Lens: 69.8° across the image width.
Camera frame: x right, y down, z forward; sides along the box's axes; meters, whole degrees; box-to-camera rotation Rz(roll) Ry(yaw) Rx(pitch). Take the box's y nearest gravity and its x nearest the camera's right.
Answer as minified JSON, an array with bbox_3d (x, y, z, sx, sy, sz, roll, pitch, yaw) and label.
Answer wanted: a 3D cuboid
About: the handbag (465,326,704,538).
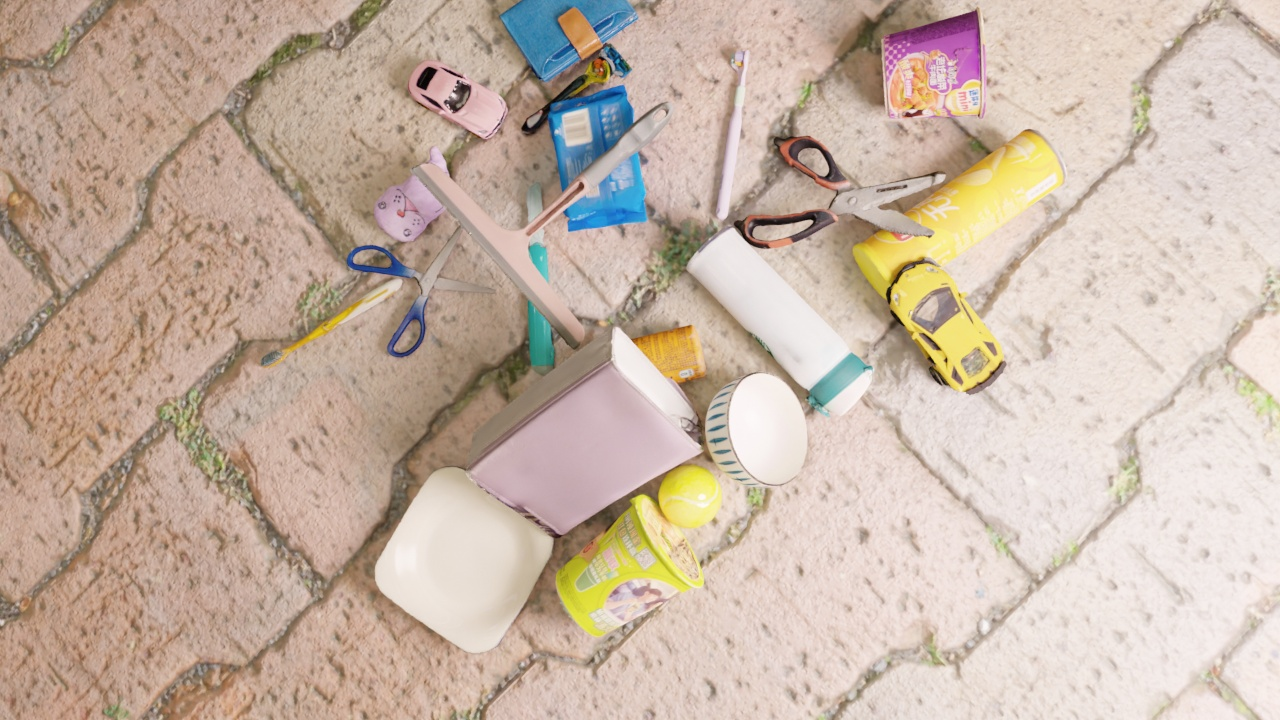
[{"bbox_3d":[-0.055,0.079,0.926,0.197,0.098,0.145,-36,112,19],"label":"handbag"}]

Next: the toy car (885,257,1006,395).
[{"bbox_3d":[0.306,-0.032,0.922,0.071,0.041,0.156,-40,110,5],"label":"toy car"}]

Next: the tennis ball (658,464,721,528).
[{"bbox_3d":[0.051,0.141,0.950,0.065,0.065,0.065,-1,84,7],"label":"tennis ball"}]

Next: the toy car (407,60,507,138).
[{"bbox_3d":[-0.210,-0.301,1.049,0.122,0.037,0.056,30,90,9],"label":"toy car"}]

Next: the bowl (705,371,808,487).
[{"bbox_3d":[0.109,0.074,0.939,0.066,0.116,0.116,-19,78,50],"label":"bowl"}]

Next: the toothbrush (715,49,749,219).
[{"bbox_3d":[0.100,-0.248,1.010,0.021,0.029,0.189,9,85,-29],"label":"toothbrush"}]

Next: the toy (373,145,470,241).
[{"bbox_3d":[-0.250,-0.178,1.040,0.108,0.039,0.084,-36,101,1],"label":"toy"}]

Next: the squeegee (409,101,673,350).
[{"bbox_3d":[-0.061,-0.184,0.962,0.249,0.040,0.247,-42,96,-1],"label":"squeegee"}]

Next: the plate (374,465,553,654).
[{"bbox_3d":[-0.187,0.212,0.990,0.163,0.034,0.164,31,89,10],"label":"plate"}]

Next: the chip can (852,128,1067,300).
[{"bbox_3d":[0.325,-0.148,0.941,0.213,0.072,0.072,-35,80,3],"label":"chip can"}]

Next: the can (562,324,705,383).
[{"bbox_3d":[-0.006,0.006,0.976,0.146,0.058,0.058,-13,82,6],"label":"can"}]

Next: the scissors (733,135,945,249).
[{"bbox_3d":[0.199,-0.167,0.954,0.189,0.015,0.227,-42,57,12],"label":"scissors"}]

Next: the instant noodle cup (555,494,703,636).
[{"bbox_3d":[-0.018,0.216,0.936,0.123,0.111,0.111,-37,80,10],"label":"instant noodle cup"}]

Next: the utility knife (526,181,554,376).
[{"bbox_3d":[-0.113,-0.090,1.024,0.029,0.013,0.223,-3,86,9],"label":"utility knife"}]

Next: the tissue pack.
[{"bbox_3d":[-0.045,-0.219,1.009,0.095,0.052,0.157,-10,83,8],"label":"tissue pack"}]

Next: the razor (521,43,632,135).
[{"bbox_3d":[-0.079,-0.304,1.039,0.143,0.022,0.042,-37,78,3],"label":"razor"}]

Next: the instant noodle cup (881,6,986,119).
[{"bbox_3d":[0.301,-0.298,0.948,0.099,0.111,0.111,-5,83,16],"label":"instant noodle cup"}]

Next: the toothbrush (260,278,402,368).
[{"bbox_3d":[-0.354,-0.043,1.049,0.191,0.018,0.016,-31,82,3],"label":"toothbrush"}]

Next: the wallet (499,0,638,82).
[{"bbox_3d":[-0.082,-0.388,1.042,0.133,0.040,0.106,-33,76,4],"label":"wallet"}]

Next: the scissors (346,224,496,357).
[{"bbox_3d":[-0.249,-0.081,1.034,0.173,0.012,0.162,11,91,0],"label":"scissors"}]

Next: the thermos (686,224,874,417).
[{"bbox_3d":[0.146,-0.038,0.957,0.073,0.073,0.224,-43,81,1],"label":"thermos"}]
